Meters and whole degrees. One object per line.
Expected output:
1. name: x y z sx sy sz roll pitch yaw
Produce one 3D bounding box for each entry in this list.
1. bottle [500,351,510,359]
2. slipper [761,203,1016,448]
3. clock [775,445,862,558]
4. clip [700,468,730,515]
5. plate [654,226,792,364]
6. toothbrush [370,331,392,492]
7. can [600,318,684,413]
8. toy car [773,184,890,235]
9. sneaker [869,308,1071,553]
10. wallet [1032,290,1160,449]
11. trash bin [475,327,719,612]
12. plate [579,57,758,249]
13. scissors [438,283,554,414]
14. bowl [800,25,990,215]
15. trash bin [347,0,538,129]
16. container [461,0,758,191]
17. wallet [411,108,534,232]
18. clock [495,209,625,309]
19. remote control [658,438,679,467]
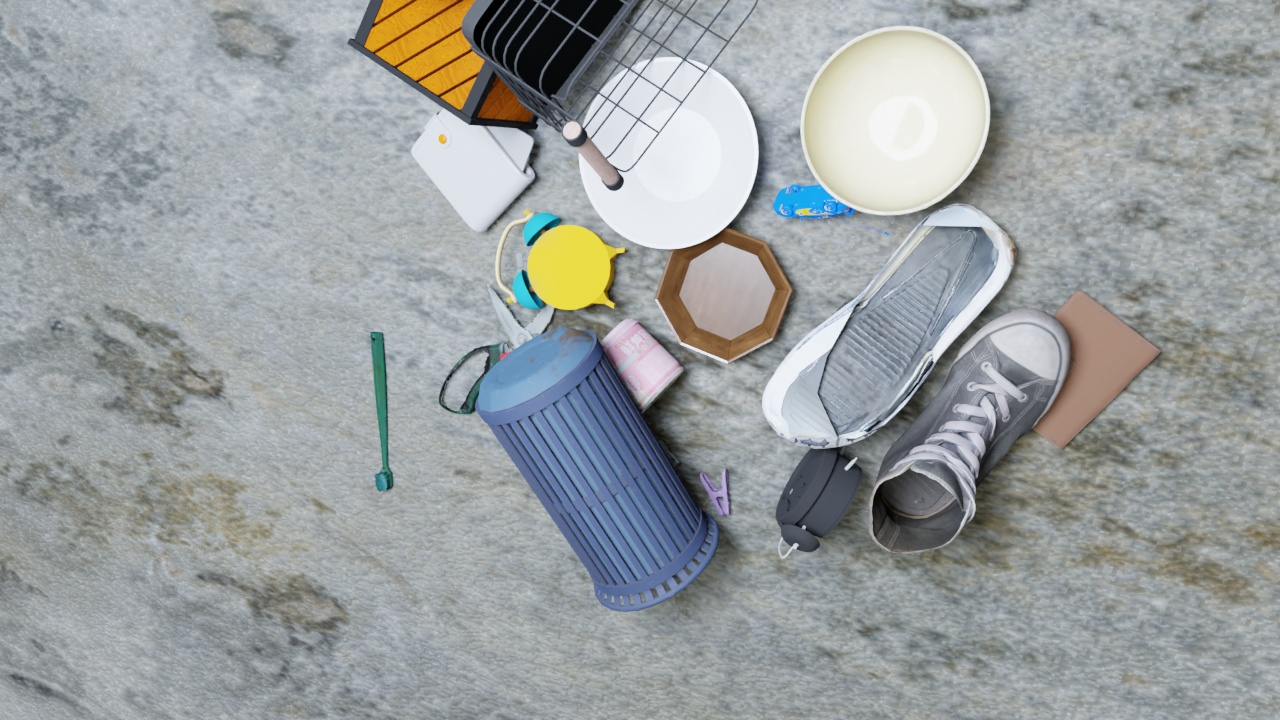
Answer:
1. bottle: -0.083 0.033 0.946 0.141 0.041 0.042 27 109 9
2. slipper: 0.224 -0.023 0.832 0.111 0.063 0.264 41 99 8
3. clock: 0.163 0.134 0.872 0.042 0.091 0.121 31 97 -1
4. clip: 0.082 0.136 0.942 0.029 0.013 0.050 -15 99 23
5. plate: 0.082 -0.065 0.889 0.131 0.025 0.131 4 103 18
6. toothbrush: -0.300 0.061 1.055 0.016 0.017 0.190 4 104 18
7. can: -0.005 0.005 0.914 0.076 0.067 0.067 44 112 5
8. toy car: 0.176 -0.133 0.846 0.092 0.033 0.062 1 144 36
9. sneaker: 0.281 0.064 0.793 0.095 0.119 0.235 41 115 7
10. wallet: 0.378 0.010 0.809 0.087 0.013 0.121 39 113 7
11. trash bin: -0.043 0.099 0.870 0.139 0.139 0.249 -22 113 22
12. plate: 0.029 -0.195 0.872 0.174 0.036 0.174 4 103 18
13. scissors: -0.133 0.021 0.991 0.206 0.015 0.201 -34 90 24
14. bowl: 0.218 -0.202 0.785 0.151 0.075 0.151 5 104 18
15. trash bin: -0.142 -0.328 0.846 0.140 0.139 0.172 35 111 9
16. container: -0.011 -0.286 0.760 0.130 0.162 0.241 38 92 20
17. wallet: -0.163 -0.211 0.931 0.116 0.037 0.118 -40 88 30
18. clock: -0.083 -0.097 0.927 0.130 0.043 0.099 12 95 7
19. remote control: -0.016 0.136 0.975 0.137 0.013 0.033 -43 86 22
